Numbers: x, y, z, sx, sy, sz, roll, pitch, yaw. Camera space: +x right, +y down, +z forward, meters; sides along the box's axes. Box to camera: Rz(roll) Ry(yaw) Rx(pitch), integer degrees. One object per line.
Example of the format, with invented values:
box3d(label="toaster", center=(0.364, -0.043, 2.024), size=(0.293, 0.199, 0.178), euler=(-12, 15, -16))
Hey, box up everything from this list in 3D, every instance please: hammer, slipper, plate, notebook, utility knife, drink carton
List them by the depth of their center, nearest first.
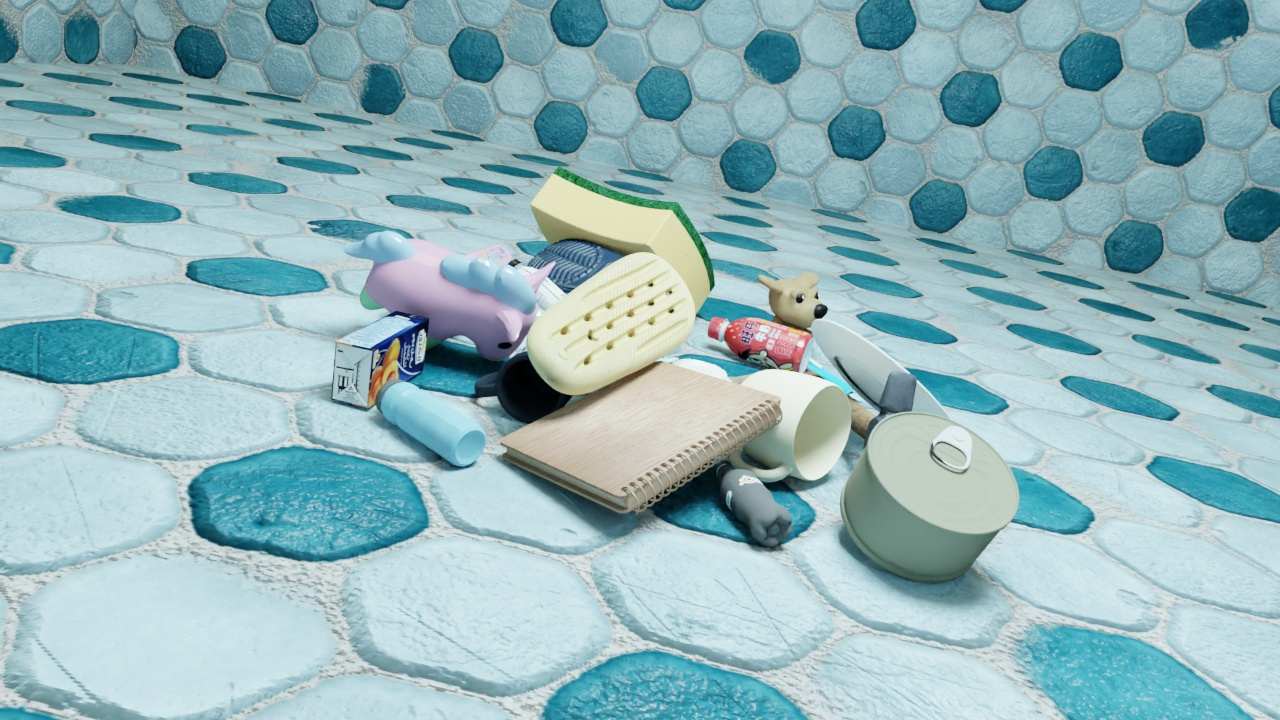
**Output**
box3d(label="notebook", center=(0.007, 0.062, 0.826), size=(0.169, 0.022, 0.209), euler=(17, 32, 42))
box3d(label="drink carton", center=(-0.255, -0.005, 0.909), size=(0.040, 0.064, 0.129), euler=(14, 18, 7))
box3d(label="slipper", center=(-0.034, -0.027, 0.933), size=(0.111, 0.079, 0.260), euler=(50, 38, 3))
box3d(label="hammer", center=(0.222, 0.051, 0.996), size=(0.040, 0.129, 0.321), euler=(11, 8, -5))
box3d(label="plate", center=(0.266, 0.031, 1.020), size=(0.208, 0.015, 0.208), euler=(43, -5, 4))
box3d(label="utility knife", center=(0.250, 0.024, 1.208), size=(0.022, 0.015, 0.124), euler=(-2, 25, -27))
box3d(label="slipper", center=(-0.059, -0.096, 1.263), size=(0.253, 0.095, 0.104), euler=(20, 53, 40))

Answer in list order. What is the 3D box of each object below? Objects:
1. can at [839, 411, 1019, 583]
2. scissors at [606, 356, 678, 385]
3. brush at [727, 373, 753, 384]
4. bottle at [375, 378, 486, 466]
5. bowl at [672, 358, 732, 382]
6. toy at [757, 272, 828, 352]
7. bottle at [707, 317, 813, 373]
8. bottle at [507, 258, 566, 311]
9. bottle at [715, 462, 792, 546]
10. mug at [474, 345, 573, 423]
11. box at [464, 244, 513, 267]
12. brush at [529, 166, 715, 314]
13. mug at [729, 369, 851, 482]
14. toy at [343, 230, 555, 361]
box3d(label="can", center=(0.239, 0.114, 0.771), size=(0.127, 0.073, 0.127), euler=(9, 43, -8))
box3d(label="scissors", center=(-0.023, -0.002, 1.125), size=(0.105, 0.016, 0.178), euler=(20, 20, 25))
box3d(label="brush", center=(0.100, 0.028, 1.109), size=(0.151, 0.012, 0.039), euler=(-5, 24, -41))
box3d(label="bottle", center=(-0.192, 0.052, 0.819), size=(0.130, 0.040, 0.040), euler=(25, 23, 36))
box3d(label="bowl", center=(0.057, 0.038, 0.974), size=(0.113, 0.063, 0.113), euler=(10, 19, -4))
box3d(label="toy", center=(0.212, -0.064, 1.298), size=(0.106, 0.108, 0.133), euler=(25, 23, 39))
box3d(label="bottle", center=(0.157, -0.025, 1.227), size=(0.138, 0.062, 0.061), euler=(17, 19, 20))
box3d(label="bottle", center=(-0.133, -0.091, 1.217), size=(0.116, 0.041, 0.041), euler=(42, 28, 16))
box3d(label="bottle", center=(0.093, 0.120, 0.794), size=(0.036, 0.036, 0.110), euler=(4, 20, -22))
box3d(label="mug", center=(-0.116, 0.020, 0.928), size=(0.105, 0.071, 0.077), euler=(-7, 15, 14))
box3d(label="box", center=(-0.241, -0.080, 1.200), size=(0.086, 0.106, 0.229), euler=(56, 22, -4))
box3d(label="brush", center=(-0.024, -0.168, 1.341), size=(0.250, 0.075, 0.195), euler=(23, -20, 32))
box3d(label="mug", center=(0.132, 0.067, 0.902), size=(0.100, 0.096, 0.120), euler=(18, 59, 44))
box3d(label="toy", center=(-0.206, -0.077, 0.991), size=(0.222, 0.172, 0.119), euler=(38, 49, -21))
